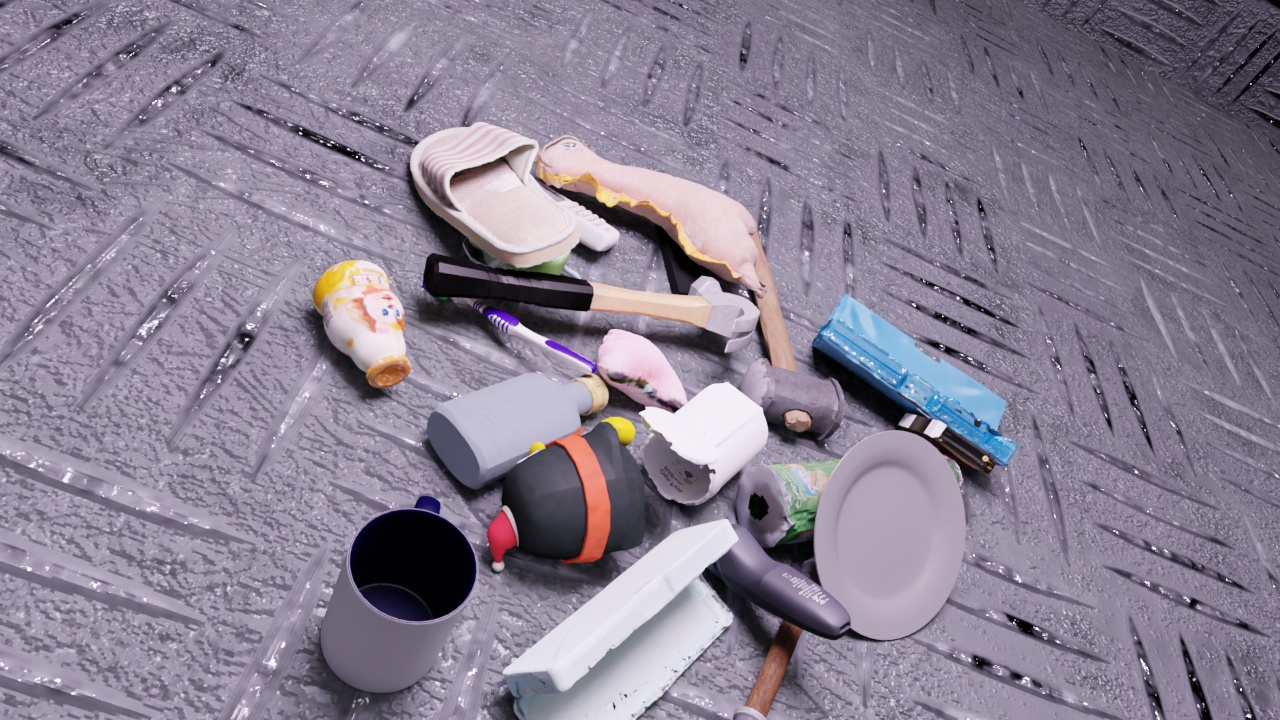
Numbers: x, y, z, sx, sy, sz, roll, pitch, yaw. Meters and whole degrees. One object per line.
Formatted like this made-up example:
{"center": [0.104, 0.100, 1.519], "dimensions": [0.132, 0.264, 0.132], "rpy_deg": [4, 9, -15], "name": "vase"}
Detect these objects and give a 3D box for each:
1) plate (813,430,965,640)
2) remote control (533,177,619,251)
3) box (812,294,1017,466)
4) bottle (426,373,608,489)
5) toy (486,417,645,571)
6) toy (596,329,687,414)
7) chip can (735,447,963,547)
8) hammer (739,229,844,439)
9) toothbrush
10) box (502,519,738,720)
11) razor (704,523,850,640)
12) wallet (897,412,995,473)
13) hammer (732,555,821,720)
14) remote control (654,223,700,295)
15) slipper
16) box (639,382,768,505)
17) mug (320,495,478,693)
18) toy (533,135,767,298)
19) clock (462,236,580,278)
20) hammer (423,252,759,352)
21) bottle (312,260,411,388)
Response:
{"center": [0.215, 0.150, 0.793], "dimensions": [0.178, 0.012, 0.178], "rpy_deg": [1, 88, -30], "name": "plate"}
{"center": [-0.086, -0.159, 0.970], "dimensions": [0.138, 0.025, 0.060], "rpy_deg": [32, 16, 1], "name": "remote control"}
{"center": [0.299, 0.024, 1.011], "dimensions": [0.232, 0.066, 0.172], "rpy_deg": [36, 22, 6], "name": "box"}
{"center": [-0.092, 0.047, 0.757], "dimensions": [0.160, 0.046, 0.072], "rpy_deg": [-21, 62, -46], "name": "bottle"}
{"center": [-0.056, 0.104, 0.687], "dimensions": [0.119, 0.098, 0.099], "rpy_deg": [-5, 56, -31], "name": "toy"}
{"center": [-0.005, 0.005, 0.845], "dimensions": [0.102, 0.050, 0.093], "rpy_deg": [31, 18, -37], "name": "toy"}
{"center": [0.192, 0.122, 0.833], "dimensions": [0.222, 0.076, 0.075], "rpy_deg": [-1, 50, -32], "name": "chip can"}
{"center": [0.142, -0.048, 0.998], "dimensions": [0.098, 0.052, 0.327], "rpy_deg": [15, 40, -18], "name": "hammer"}
{"center": [-0.119, -0.033, 0.820], "dimensions": [0.187, 0.015, 0.016], "rpy_deg": [29, 42, 17], "name": "toothbrush"}
{"center": [0.001, 0.204, 0.653], "dimensions": [0.198, 0.086, 0.096], "rpy_deg": [-28, 94, -43], "name": "box"}
{"center": [0.102, 0.171, 0.712], "dimensions": [0.047, 0.052, 0.143], "rpy_deg": [-18, 28, -37], "name": "razor"}
{"center": [0.306, 0.083, 0.923], "dimensions": [0.072, 0.019, 0.123], "rpy_deg": [34, 1, 1], "name": "wallet"}
{"center": [0.095, 0.241, 0.686], "dimensions": [0.156, 0.043, 0.321], "rpy_deg": [36, 39, 6], "name": "hammer"}
{"center": [0.042, -0.122, 1.031], "dimensions": [0.034, 0.013, 0.149], "rpy_deg": [11, 44, -24], "name": "remote control"}
{"center": [-0.144, -0.173, 0.880], "dimensions": [0.115, 0.052, 0.263], "rpy_deg": [-26, 45, -19], "name": "slipper"}
{"center": [0.047, 0.066, 0.770], "dimensions": [0.084, 0.119, 0.159], "rpy_deg": [40, 44, 14], "name": "box"}
{"center": [-0.152, 0.141, 0.590], "dimensions": [0.078, 0.097, 0.111], "rpy_deg": [20, 42, -13], "name": "mug"}
{"center": [0.014, -0.162, 0.990], "dimensions": [0.264, 0.065, 0.195], "rpy_deg": [16, 35, -18], "name": "toy"}
{"center": [-0.118, -0.110, 0.903], "dimensions": [0.119, 0.043, 0.094], "rpy_deg": [-10, 54, -37], "name": "clock"}
{"center": [-0.036, -0.059, 0.861], "dimensions": [0.327, 0.039, 0.131], "rpy_deg": [6, 21, -27], "name": "hammer"}
{"center": [-0.222, -0.029, 0.744], "dimensions": [0.063, 0.063, 0.108], "rpy_deg": [-10, 56, -37], "name": "bottle"}
